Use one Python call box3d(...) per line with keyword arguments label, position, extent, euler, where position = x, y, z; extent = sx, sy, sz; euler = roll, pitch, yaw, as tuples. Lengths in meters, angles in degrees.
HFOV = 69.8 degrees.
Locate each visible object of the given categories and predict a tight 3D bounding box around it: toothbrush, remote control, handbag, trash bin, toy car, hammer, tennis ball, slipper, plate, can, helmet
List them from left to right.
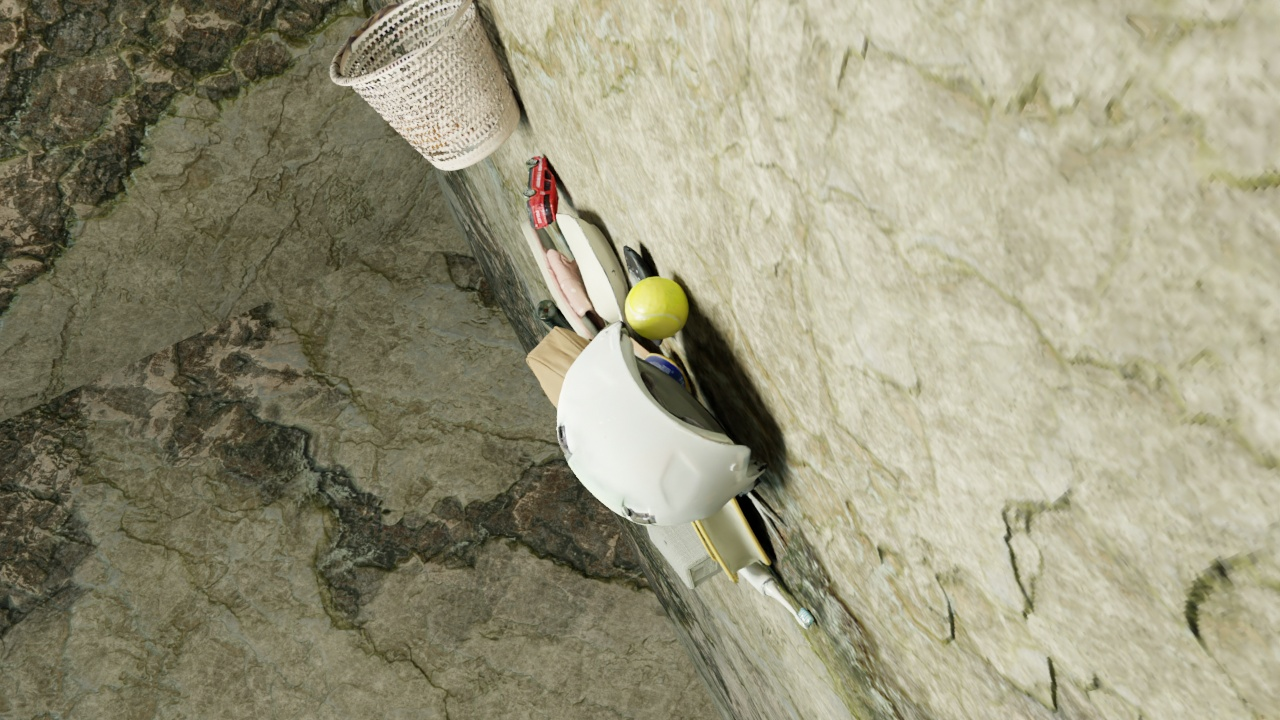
box3d(label="trash bin", position=(-0.275, -0.380, 1.262), extent=(0.192, 0.227, 0.227), euler=(56, 178, -41))
box3d(label="toy car", position=(-0.138, -0.237, 1.287), extent=(0.053, 0.045, 0.120), euler=(83, -179, -51))
box3d(label="slipper", position=(-0.106, -0.119, 1.380), extent=(0.274, 0.054, 0.114), euler=(61, -174, 32))
box3d(label="hammer", position=(-0.093, -0.030, 1.447), extent=(0.128, 0.033, 0.300), euler=(57, -175, 24))
box3d(label="handbag", position=(-0.068, 0.034, 1.233), extent=(0.148, 0.099, 0.205), euler=(36, 167, 19))
box3d(label="plate", position=(-0.056, -0.125, 1.222), extent=(0.164, 0.034, 0.163), euler=(67, 170, -20))
box3d(label="helmet", position=(0.005, 0.084, 0.952), extent=(0.229, 0.146, 0.258), euler=(45, -178, 6))
box3d(label="remote control", position=(0.009, -0.075, 1.051), extent=(0.053, 0.024, 0.136), euler=(55, 166, 47))
box3d(label="tennis ball", position=(0.017, -0.054, 0.943), extent=(0.065, 0.065, 0.065), euler=(60, 170, 18))
box3d(label="can", position=(0.022, 0.053, 1.152), extent=(0.075, 0.049, 0.148), euler=(26, 151, 21))
box3d(label="handbag", position=(0.084, 0.176, 1.161), extent=(0.163, 0.063, 0.178), euler=(62, 179, -29))
box3d(label="toothbrush", position=(0.147, 0.272, 1.165), extent=(0.026, 0.026, 0.221), euler=(27, -174, -35))

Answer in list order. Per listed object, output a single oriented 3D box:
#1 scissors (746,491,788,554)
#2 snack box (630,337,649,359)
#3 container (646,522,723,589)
box3d(label="scissors", position=(0.121, 0.150, 1.078), extent=(0.178, 0.014, 0.159), euler=(62, 171, 3))
box3d(label="snack box", position=(-0.007, 0.007, 1.248), extent=(0.084, 0.026, 0.157), euler=(40, 170, -1))
box3d(label="container", position=(0.077, 0.282, 1.432), extent=(0.114, 0.090, 0.090), euler=(51, 165, 39))
